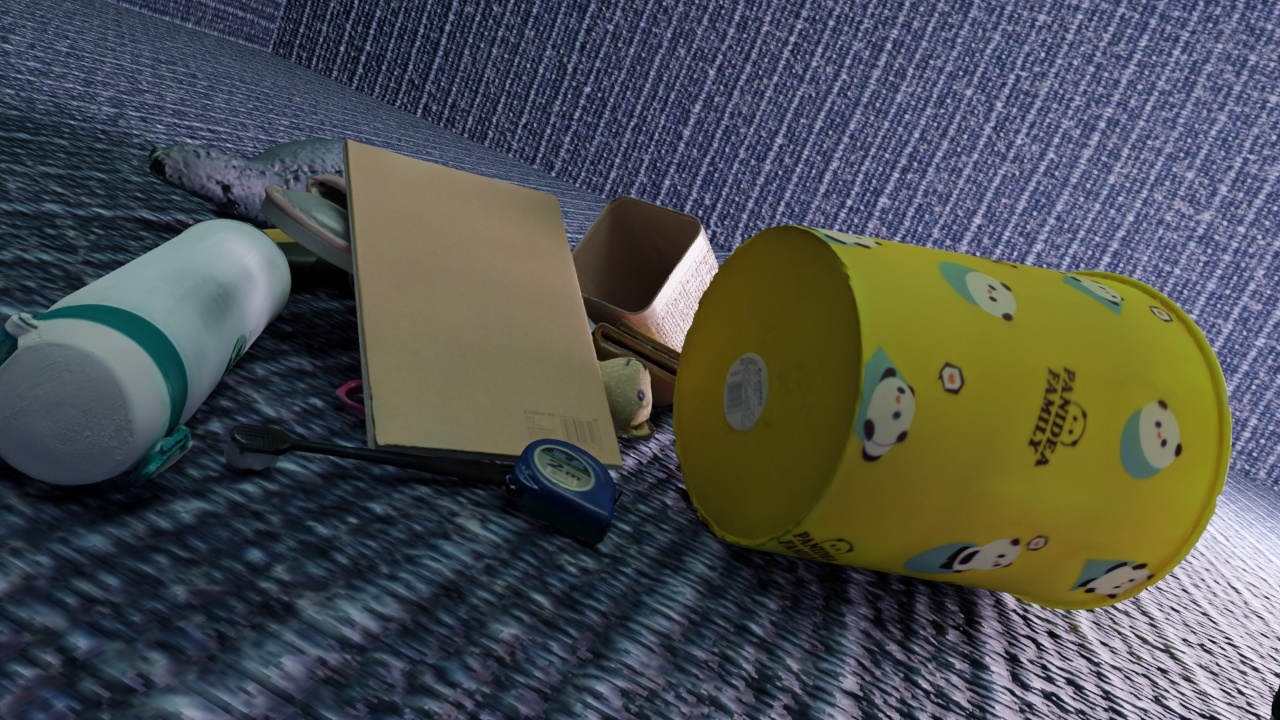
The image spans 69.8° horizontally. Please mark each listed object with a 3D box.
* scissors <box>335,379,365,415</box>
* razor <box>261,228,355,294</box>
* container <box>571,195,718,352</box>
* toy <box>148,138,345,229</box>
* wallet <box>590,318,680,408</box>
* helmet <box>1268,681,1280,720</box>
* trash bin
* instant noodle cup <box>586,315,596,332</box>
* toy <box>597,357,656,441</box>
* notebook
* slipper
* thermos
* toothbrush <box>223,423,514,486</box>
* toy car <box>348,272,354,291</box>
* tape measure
[{"bbox_3d":[-0.147,0.012,0.540,0.064,0.017,0.135,18,10,-22],"label":"scissors"},{"bbox_3d":[-0.243,-0.078,0.662,0.067,0.062,0.167,58,28,11],"label":"razor"},{"bbox_3d":[0.011,-0.052,0.708,0.090,0.089,0.111,24,-17,34],"label":"container"},{"bbox_3d":[-0.284,-0.152,0.813,0.138,0.091,0.356,11,9,6],"label":"toy"},{"bbox_3d":[-0.004,0.004,0.676,0.090,0.033,0.115,28,-11,-7],"label":"wallet"},{"bbox_3d":[0.275,0.185,0.248,0.229,0.146,0.258,27,21,24],"label":"helmet"},{"bbox_3d":[0.175,0.033,0.568,0.255,0.230,0.229,10,17,-27],"label":"trash bin"},{"bbox_3d":[-0.006,-0.046,0.877,0.173,0.060,0.137,27,15,-2],"label":"instant noodle cup"},{"bbox_3d":[-0.058,0.005,0.586,0.157,0.066,0.105,27,19,-28],"label":"toy"},{"bbox_3d":[-0.094,-0.034,0.539,0.149,0.012,0.211,9,52,-35],"label":"notebook"},{"bbox_3d":[-0.128,-0.072,0.630,0.114,0.054,0.274,37,11,35],"label":"slipper"},{"bbox_3d":[-0.210,-0.012,0.410,0.073,0.073,0.224,19,13,-15],"label":"thermos"},{"bbox_3d":[-0.108,0.051,0.441,0.180,0.018,0.015,14,30,-43],"label":"toothbrush"},{"bbox_3d":[-0.154,-0.032,0.631,0.070,0.042,0.158,22,15,-42],"label":"toy car"},{"bbox_3d":[-0.039,0.065,0.466,0.058,0.025,0.054,29,21,-5],"label":"tape measure"}]
